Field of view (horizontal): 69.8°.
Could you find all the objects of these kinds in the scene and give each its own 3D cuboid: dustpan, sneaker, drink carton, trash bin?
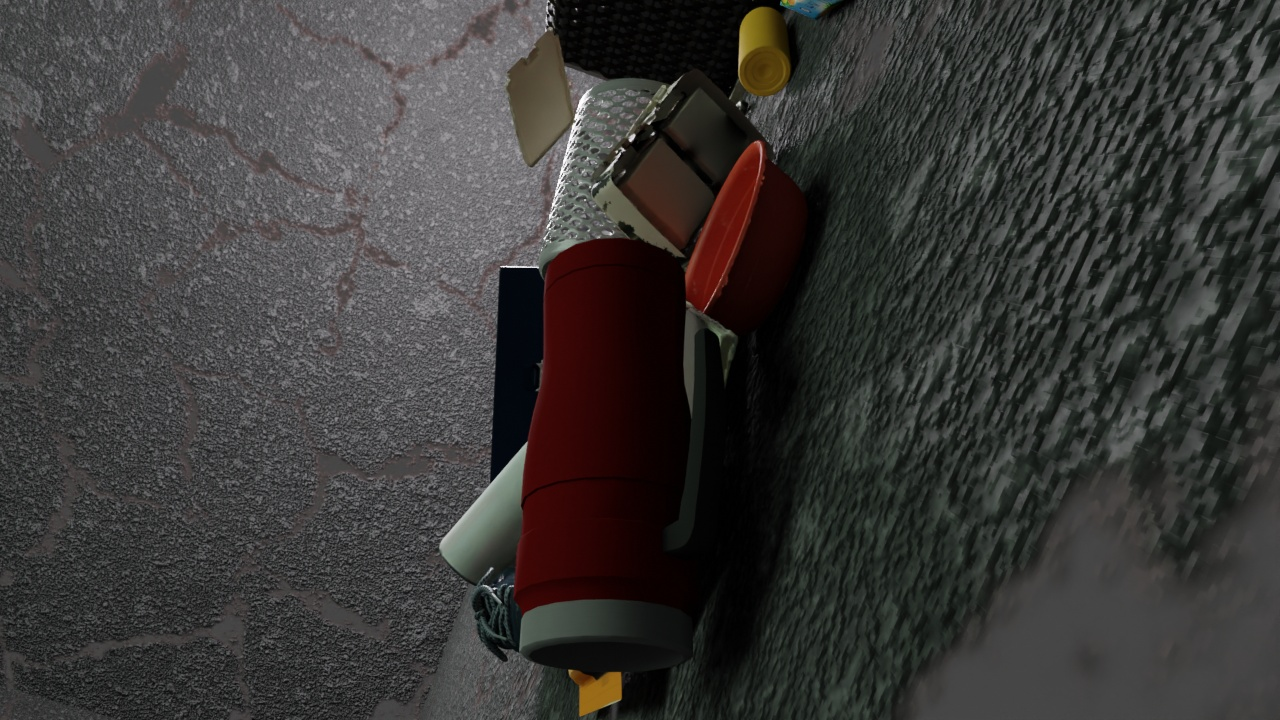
[{"bbox_3d":[-0.109,0.019,1.002,0.273,0.080,0.236,8,-96,-76],"label":"dustpan"},{"bbox_3d":[-0.093,0.202,0.749,0.236,0.087,0.089,130,134,-73],"label":"sneaker"},{"bbox_3d":[0.132,-0.273,0.645,0.129,0.038,0.044,-110,40,-78],"label":"drink carton"},{"bbox_3d":[-0.009,-0.150,0.896,0.157,0.156,0.183,131,155,-69],"label":"trash bin"}]

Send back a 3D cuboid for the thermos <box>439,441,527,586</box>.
[{"bbox_3d":[-0.091,0.108,0.858,0.230,0.068,0.068,-50,9,3],"label":"thermos"}]

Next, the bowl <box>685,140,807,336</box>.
[{"bbox_3d":[0.065,-0.064,0.558,0.130,0.045,0.130,-161,92,-82],"label":"bowl"}]

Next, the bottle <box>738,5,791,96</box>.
[{"bbox_3d":[0.108,-0.277,0.805,0.143,0.043,0.043,-81,13,-54],"label":"bottle"}]

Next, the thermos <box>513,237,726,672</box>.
[{"bbox_3d":[-0.005,0.039,0.440,0.108,0.084,0.198,-23,54,36],"label":"thermos"}]

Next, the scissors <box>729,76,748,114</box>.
[{"bbox_3d":[0.092,-0.253,0.969,0.157,0.012,0.171,-95,26,-74],"label":"scissors"}]

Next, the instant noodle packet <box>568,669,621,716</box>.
[{"bbox_3d":[-0.028,0.107,0.588,0.160,0.032,0.220,116,155,-64],"label":"instant noodle packet"}]

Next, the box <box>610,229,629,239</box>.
[{"bbox_3d":[-0.036,-0.071,1.146,0.129,0.087,0.157,118,172,-47],"label":"box"}]

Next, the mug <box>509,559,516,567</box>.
[{"bbox_3d":[-0.101,0.189,0.951,0.121,0.091,0.090,55,-133,-58],"label":"mug"}]

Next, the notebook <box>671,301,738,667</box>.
[{"bbox_3d":[0.003,0.043,0.578,0.252,0.010,0.182,-130,48,-71],"label":"notebook"}]

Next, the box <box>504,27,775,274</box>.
[{"bbox_3d":[-0.017,-0.154,0.680,0.105,0.187,0.143,-27,23,52],"label":"box"}]

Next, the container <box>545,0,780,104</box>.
[{"bbox_3d":[0.040,-0.457,1.009,0.244,0.245,0.246,119,169,-66],"label":"container"}]
